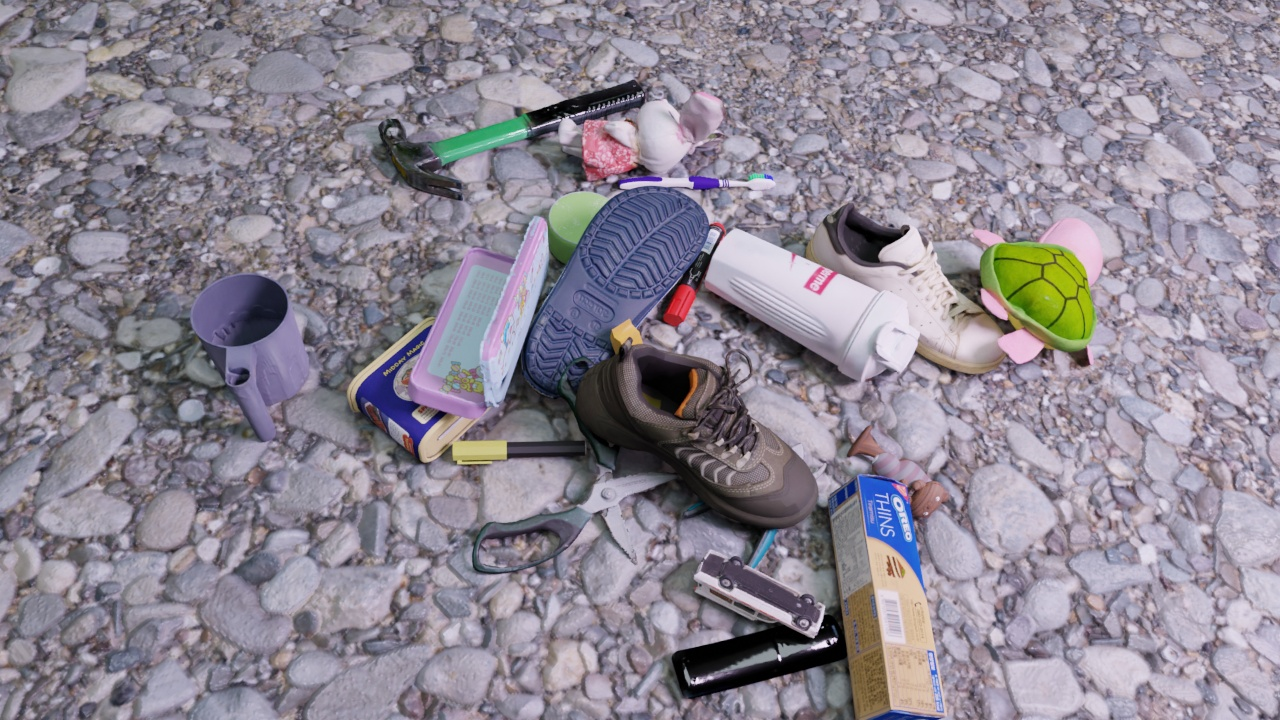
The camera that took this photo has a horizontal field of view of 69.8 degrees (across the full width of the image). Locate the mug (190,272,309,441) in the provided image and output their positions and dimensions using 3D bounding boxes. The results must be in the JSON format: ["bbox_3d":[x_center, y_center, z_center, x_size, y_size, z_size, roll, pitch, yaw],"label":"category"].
[{"bbox_3d":[-0.353,0.000,0.841,0.083,0.104,0.123,-8,58,-12],"label":"mug"}]

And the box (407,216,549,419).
[{"bbox_3d":[-0.139,-0.053,0.848,0.089,0.093,0.213,18,43,-6],"label":"box"}]

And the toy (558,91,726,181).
[{"bbox_3d":[0.004,-0.257,1.055,0.194,0.159,0.084,-6,87,8],"label":"toy"}]

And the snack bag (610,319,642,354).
[{"bbox_3d":[-0.005,0.005,0.887,0.026,0.099,0.020,-38,35,-26],"label":"snack bag"}]

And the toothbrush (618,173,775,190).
[{"bbox_3d":[0.067,-0.209,1.079,0.186,0.015,0.016,-1,54,-6],"label":"toothbrush"}]

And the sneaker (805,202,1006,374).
[{"bbox_3d":[0.289,-0.087,0.966,0.241,0.102,0.088,36,59,16],"label":"sneaker"}]

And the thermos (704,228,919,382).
[{"bbox_3d":[0.175,-0.056,0.942,0.220,0.099,0.099,29,58,18],"label":"thermos"}]

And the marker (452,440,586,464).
[{"bbox_3d":[-0.113,0.085,0.861,0.124,0.017,0.021,0,89,-8],"label":"marker"}]

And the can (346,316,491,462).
[{"bbox_3d":[-0.200,0.028,0.867,0.092,0.057,0.116,36,60,16],"label":"can"}]

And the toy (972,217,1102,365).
[{"bbox_3d":[0.426,-0.075,0.970,0.237,0.088,0.190,-32,77,-40],"label":"toy"}]

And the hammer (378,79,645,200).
[{"bbox_3d":[-0.138,-0.278,1.095,0.318,0.032,0.130,-23,61,-20],"label":"hammer"}]

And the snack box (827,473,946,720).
[{"bbox_3d":[0.208,0.203,0.785,0.057,0.056,0.206,13,54,-18],"label":"snack box"}]

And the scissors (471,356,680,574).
[{"bbox_3d":[-0.069,0.100,0.833,0.201,0.015,0.201,-15,75,-14],"label":"scissors"}]

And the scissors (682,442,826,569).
[{"bbox_3d":[0.111,0.137,0.849,0.155,0.019,0.124,-6,58,-9],"label":"scissors"}]

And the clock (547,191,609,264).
[{"bbox_3d":[-0.056,-0.139,1.002,0.119,0.043,0.094,30,59,13],"label":"clock"}]

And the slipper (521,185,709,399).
[{"bbox_3d":[-0.035,-0.071,0.928,0.105,0.095,0.252,38,77,-2],"label":"slipper"}]

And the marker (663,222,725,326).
[{"bbox_3d":[0.061,-0.097,0.997,0.024,0.021,0.144,-4,46,38],"label":"marker"}]

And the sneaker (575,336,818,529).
[{"bbox_3d":[0.069,0.046,0.795,0.238,0.143,0.100,29,54,-3],"label":"sneaker"}]

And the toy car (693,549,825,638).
[{"bbox_3d":[0.100,0.205,0.790,0.113,0.039,0.039,25,30,10],"label":"toy car"}]

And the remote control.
[{"bbox_3d":[0.102,0.247,0.772,0.151,0.020,0.041,-10,56,-14],"label":"remote control"}]

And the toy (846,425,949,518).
[{"bbox_3d":[0.245,0.110,0.865,0.102,0.042,0.054,34,25,8],"label":"toy"}]
